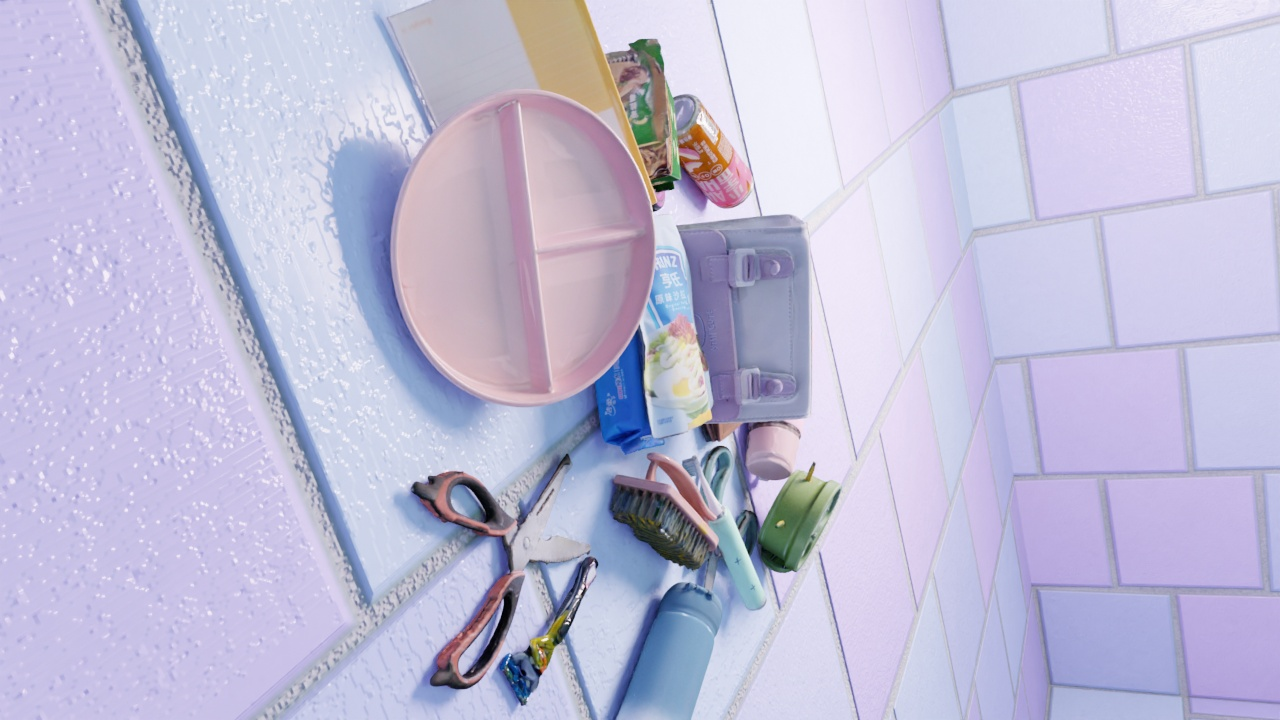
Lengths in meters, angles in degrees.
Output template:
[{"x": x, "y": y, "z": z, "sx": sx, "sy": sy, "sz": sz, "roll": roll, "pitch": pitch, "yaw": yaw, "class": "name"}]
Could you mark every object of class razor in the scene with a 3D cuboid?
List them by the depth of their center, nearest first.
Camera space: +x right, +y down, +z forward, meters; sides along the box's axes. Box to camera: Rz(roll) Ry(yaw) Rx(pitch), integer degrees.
[{"x": -0.064, "y": 0.208, "z": 0.737, "sx": 0.142, "sy": 0.022, "sz": 0.043, "roll": -53, "pitch": 131, "yaw": -51, "class": "razor"}]

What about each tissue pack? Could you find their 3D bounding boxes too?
[{"x": -0.005, "y": 0.005, "z": 0.845, "sx": 0.094, "sy": 0.052, "sz": 0.157, "roll": -2, "pitch": 86, "yaw": -62, "class": "tissue pack"}]

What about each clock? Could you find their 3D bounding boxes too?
[{"x": 0.187, "y": 0.193, "z": 1.092, "sx": 0.116, "sy": 0.056, "sz": 0.161, "roll": -53, "pitch": 159, "yaw": -22, "class": "clock"}]

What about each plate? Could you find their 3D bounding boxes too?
[{"x": -0.082, "y": -0.080, "z": 0.677, "sx": 0.229, "sy": 0.028, "sz": 0.229, "roll": -9, "pitch": 104, "yaw": -40, "class": "plate"}]

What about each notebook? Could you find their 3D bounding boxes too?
[{"x": -0.082, "y": -0.184, "z": 0.699, "sx": 0.145, "sy": 0.010, "sz": 0.206, "roll": -28, "pitch": 116, "yaw": -15, "class": "notebook"}]

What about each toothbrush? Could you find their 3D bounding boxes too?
[{"x": 0.091, "y": 0.184, "z": 0.968, "sx": 0.026, "sy": 0.027, "sz": 0.225, "roll": -104, "pitch": 172, "yaw": -59, "class": "toothbrush"}]

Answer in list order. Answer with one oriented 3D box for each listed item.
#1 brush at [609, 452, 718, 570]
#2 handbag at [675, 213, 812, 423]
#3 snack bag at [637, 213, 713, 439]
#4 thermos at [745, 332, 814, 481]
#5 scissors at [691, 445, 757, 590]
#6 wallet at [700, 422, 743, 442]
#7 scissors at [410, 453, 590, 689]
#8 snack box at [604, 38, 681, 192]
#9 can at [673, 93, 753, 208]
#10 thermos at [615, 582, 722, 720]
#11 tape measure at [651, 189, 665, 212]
[{"x": 0.033, "y": 0.147, "z": 0.874, "sx": 0.145, "sy": 0.063, "sz": 0.073, "roll": 49, "pitch": 55, "yaw": -46, "class": "brush"}, {"x": 0.094, "y": -0.040, "z": 0.908, "sx": 0.098, "sy": 0.145, "sz": 0.197, "roll": -88, "pitch": 174, "yaw": -73, "class": "handbag"}, {"x": 0.022, "y": -0.033, "z": 0.808, "sx": 0.110, "sy": 0.039, "sz": 0.191, "roll": -16, "pitch": 98, "yaw": -49, "class": "snack bag"}, {"x": 0.171, "y": 0.054, "z": 1.138, "sx": 0.087, "sy": 0.067, "sz": 0.198, "roll": 92, "pitch": 9, "yaw": -60, "class": "thermos"}, {"x": 0.097, "y": 0.191, "z": 1.023, "sx": 0.178, "sy": 0.019, "sz": 0.172, "roll": 48, "pitch": 44, "yaw": -47, "class": "scissors"}, {"x": 0.097, "y": 0.029, "z": 1.043, "sx": 0.124, "sy": 0.032, "sz": 0.101, "roll": -28, "pitch": 112, "yaw": -58, "class": "wallet"}, {"x": -0.100, "y": 0.149, "z": 0.690, "sx": 0.222, "sy": 0.015, "sz": 0.188, "roll": 31, "pitch": 58, "yaw": -54, "class": "scissors"}, {"x": -0.019, "y": -0.204, "z": 0.815, "sx": 0.105, "sy": 0.118, "sz": 0.117, "roll": -1, "pitch": 86, "yaw": -73, "class": "snack box"}, {"x": 0.072, "y": -0.229, "z": 1.015, "sx": 0.147, "sy": 0.058, "sz": 0.057, "roll": 39, "pitch": 52, "yaw": -51, "class": "can"}, {"x": 0.020, "y": 0.300, "z": 0.824, "sx": 0.070, "sy": 0.070, "sz": 0.219, "roll": 63, "pitch": 35, "yaw": -31, "class": "thermos"}, {"x": -0.001, "y": -0.172, "z": 0.897, "sx": 0.057, "sy": 0.039, "sz": 0.057, "roll": 54, "pitch": 34, "yaw": -54, "class": "tape measure"}]
